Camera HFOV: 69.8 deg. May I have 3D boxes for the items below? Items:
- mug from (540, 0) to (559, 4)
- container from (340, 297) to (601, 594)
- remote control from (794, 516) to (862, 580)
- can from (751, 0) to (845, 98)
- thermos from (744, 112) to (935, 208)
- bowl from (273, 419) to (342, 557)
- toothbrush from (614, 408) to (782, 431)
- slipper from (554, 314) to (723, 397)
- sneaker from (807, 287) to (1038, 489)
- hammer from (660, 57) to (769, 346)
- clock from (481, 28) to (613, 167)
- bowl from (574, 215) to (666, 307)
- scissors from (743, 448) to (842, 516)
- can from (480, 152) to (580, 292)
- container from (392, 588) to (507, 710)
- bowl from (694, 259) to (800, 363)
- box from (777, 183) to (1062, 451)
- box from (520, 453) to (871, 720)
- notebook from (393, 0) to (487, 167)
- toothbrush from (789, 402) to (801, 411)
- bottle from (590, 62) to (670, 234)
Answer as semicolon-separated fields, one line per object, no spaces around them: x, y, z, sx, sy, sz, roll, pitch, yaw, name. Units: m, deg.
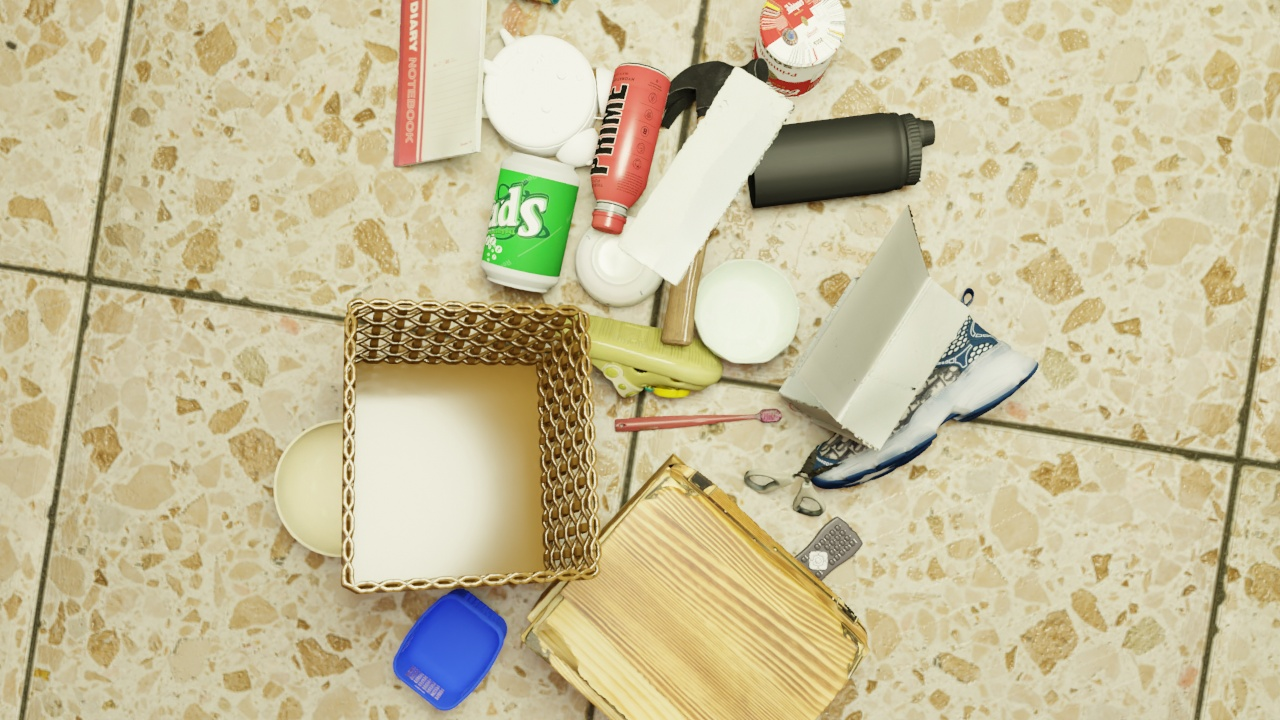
-0.134;-0.462;1.024;0.107;0.083;0.113;13;68;6;mug
-0.177;0.094;0.900;0.219;0.215;0.251;1;76;-18;container
0.194;0.232;1.037;0.124;0.009;0.046;-44;88;2;remote control
0.167;-0.341;0.985;0.086;0.116;0.086;0;90;2;can
0.218;-0.220;0.998;0.198;0.086;0.086;-6;90;3;thermos
-0.323;0.139;1.029;0.151;0.075;0.150;0;89;2;bowl
0.065;0.068;1.040;0.190;0.016;0.016;-4;90;3;toothbrush
-0.006;0.006;1.008;0.190;0.091;0.082;15;110;-6;slipper
0.284;0.035;1.002;0.269;0.103;0.132;-32;74;2;sneaker
0.055;-0.167;0.982;0.132;0.040;0.305;4;83;40;hammer
-0.108;-0.294;1.020;0.161;0.073;0.125;25;91;2;clock
-0.023;-0.113;1.026;0.105;0.054;0.105;0;89;2;bowl
0.163;0.127;0.978;0.154;0.163;0.012;9;60;34;scissors
-0.121;-0.151;1.005;0.088;0.087;0.140;14;99;3;can
-0.210;0.320;1.032;0.096;0.058;0.114;38;92;2;container
0.111;-0.048;1.010;0.117;0.061;0.117;1;79;-5;bowl
0.218;-0.019;0.793;0.119;0.478;0.166;33;88;7;box
0.062;0.275;0.968;0.279;0.168;0.245;43;91;4;box
-0.222;-0.325;1.013;0.153;0.012;0.208;2;89;40;notebook
0.230;-0.016;1.034;0.015;0.015;0.184;39;90;-5;toothbrush
-0.017;-0.224;0.984;0.062;0.062;0.176;13;88;3;bottle
